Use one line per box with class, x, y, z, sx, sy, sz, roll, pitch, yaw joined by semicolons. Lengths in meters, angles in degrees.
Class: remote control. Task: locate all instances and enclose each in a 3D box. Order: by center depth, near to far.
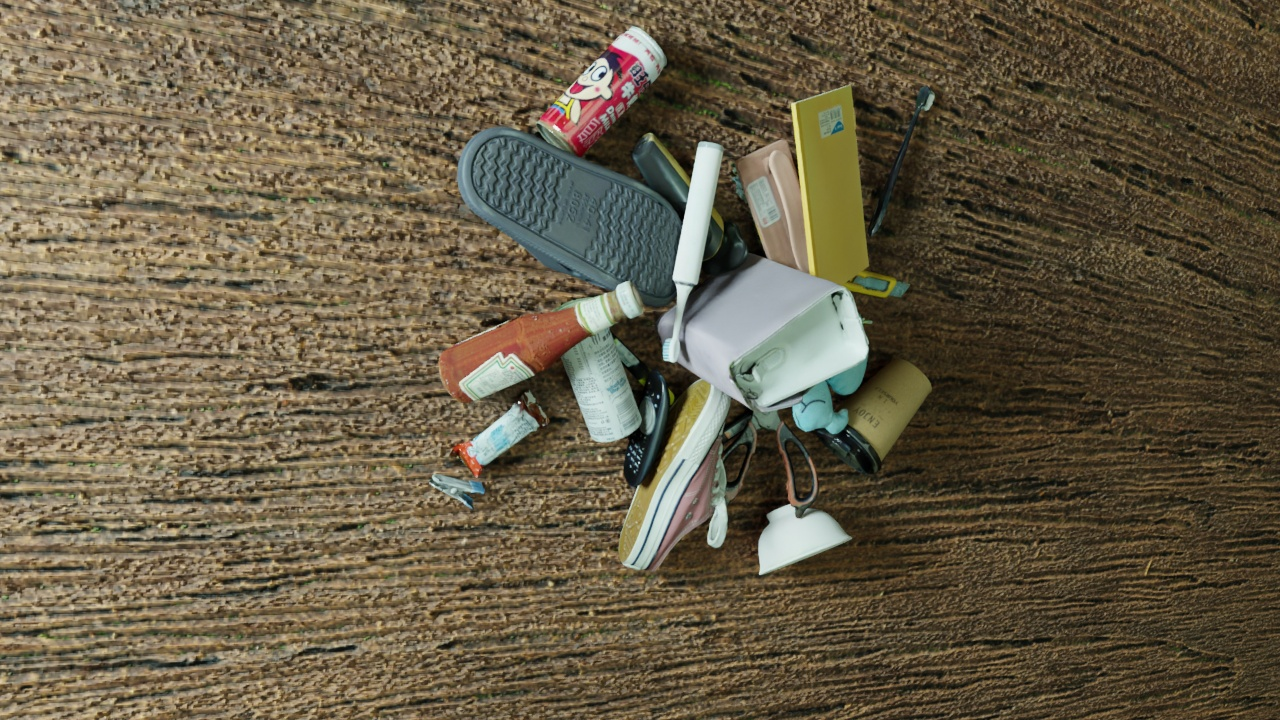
remote control;0.010;0.075;0.997;0.024;0.053;0.137;5;114;-24

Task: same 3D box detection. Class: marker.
marker;-0.006;0.006;0.999;0.018;0.015;0.124;-43;114;4
marker;0.125;0.068;1.073;0.123;0.015;0.018;-35;112;-7

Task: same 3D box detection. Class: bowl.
bowl;0.186;0.207;1.104;0.118;0.118;0.064;-17;73;-18

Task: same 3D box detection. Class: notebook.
notebook;0.207;-0.181;0.984;0.145;0.010;0.206;-32;118;-49

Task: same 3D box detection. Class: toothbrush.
toothbrush;0.050;-0.107;0.918;0.026;0.026;0.221;9;93;-41
toothbrush;0.296;-0.226;1.047;0.018;0.016;0.181;21;92;-37

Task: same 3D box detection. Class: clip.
clip;-0.193;0.133;0.952;0.058;0.027;0.044;27;102;-27

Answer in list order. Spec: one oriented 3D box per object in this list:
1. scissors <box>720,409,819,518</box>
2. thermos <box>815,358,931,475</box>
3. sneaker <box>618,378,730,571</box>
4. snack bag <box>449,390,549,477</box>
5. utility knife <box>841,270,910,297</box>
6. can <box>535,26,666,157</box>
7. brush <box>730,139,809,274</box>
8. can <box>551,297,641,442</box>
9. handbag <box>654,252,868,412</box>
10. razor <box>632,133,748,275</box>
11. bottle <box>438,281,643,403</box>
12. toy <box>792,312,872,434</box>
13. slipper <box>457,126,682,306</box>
scissors;0.142;0.082;1.053;0.189;0.015;0.224;34;96;-4
thermos;0.280;0.067;1.099;0.143;0.093;0.093;-45;117;-13
sneaker;0.055;0.133;1.011;0.087;0.118;0.241;17;109;-17
snack bag;-0.146;0.078;0.954;0.105;0.026;0.045;-37;107;-10
utility knife;0.247;-0.098;1.072;0.177;0.015;0.033;9;102;-25
can;-0.037;-0.256;0.883;0.132;0.053;0.053;-47;117;-4
brush;0.150;-0.156;0.978;0.063;0.073;0.146;-27;111;-15
can;-0.047;0.011;0.957;0.058;0.058;0.147;-25;114;-14
handbag;0.116;-0.027;0.936;0.144;0.197;0.098;-28;114;-13
razor;0.050;-0.163;0.954;0.167;0.062;0.067;51;53;-21
bottle;-0.095;-0.021;0.885;0.206;0.059;0.060;-23;116;12
toy;0.217;-0.001;1.051;0.155;0.050;0.161;-23;94;-35
slipper;-0.066;-0.139;0.891;0.268;0.083;0.110;24;81;-34
